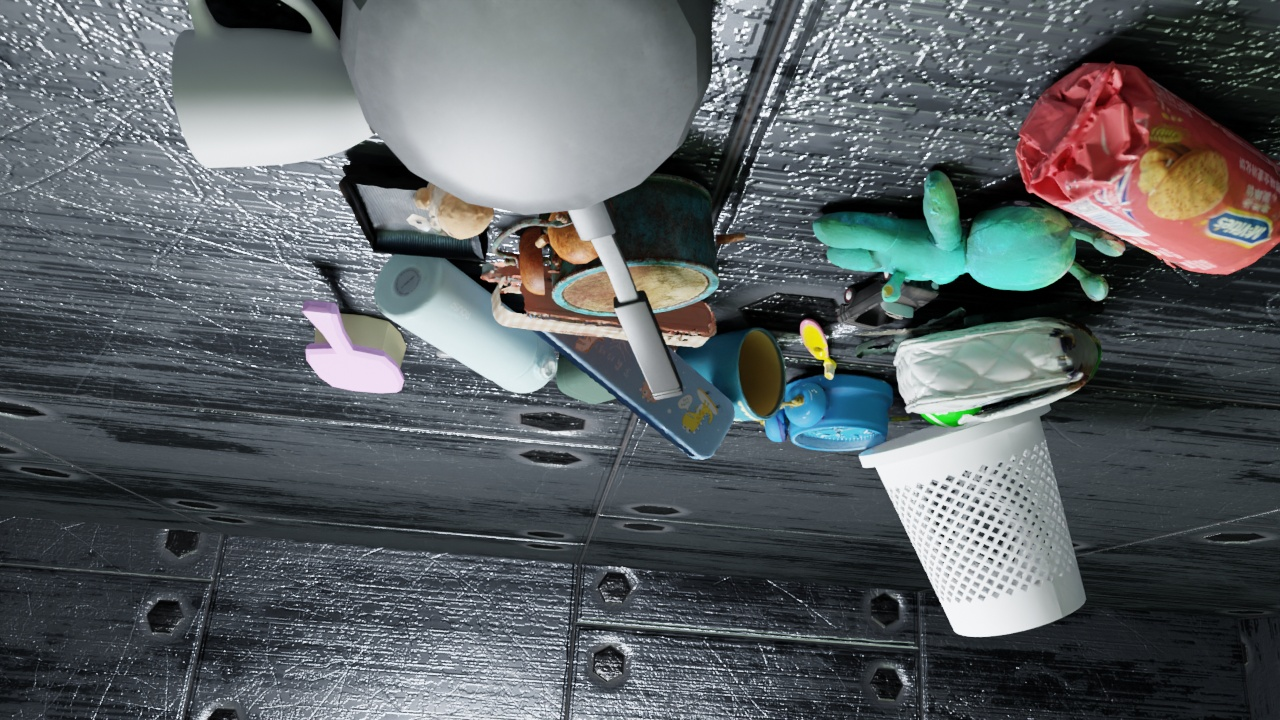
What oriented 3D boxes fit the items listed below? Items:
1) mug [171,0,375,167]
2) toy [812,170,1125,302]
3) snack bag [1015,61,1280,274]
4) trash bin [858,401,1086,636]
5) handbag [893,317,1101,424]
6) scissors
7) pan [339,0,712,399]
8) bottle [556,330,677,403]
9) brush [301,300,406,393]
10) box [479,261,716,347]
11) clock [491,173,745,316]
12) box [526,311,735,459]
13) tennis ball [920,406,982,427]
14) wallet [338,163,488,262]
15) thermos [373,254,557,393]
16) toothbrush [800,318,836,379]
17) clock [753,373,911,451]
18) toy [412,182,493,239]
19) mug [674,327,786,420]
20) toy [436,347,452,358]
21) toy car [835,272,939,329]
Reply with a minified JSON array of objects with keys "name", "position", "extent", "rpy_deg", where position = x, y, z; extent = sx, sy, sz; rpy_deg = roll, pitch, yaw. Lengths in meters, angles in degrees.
[{"name":"mug","position":[-0.191,-0.155,0.482],"extent":[0.089,0.071,0.107],"rpy_deg":[-3,133,-5]},{"name":"toy","position":[0.215,-0.072,0.617],"extent":[0.194,0.072,0.130],"rpy_deg":[5,163,26]},{"name":"snack bag","position":[0.283,-0.101,0.507],"extent":[0.176,0.082,0.083],"rpy_deg":[16,158,-29]},{"name":"trash bin","position":[0.353,0.162,0.944],"extent":[0.195,0.199,0.195],"rpy_deg":[-18,174,-2]},{"name":"handbag","position":[0.286,0.014,0.760],"extent":[0.139,0.072,0.194],"rpy_deg":[-9,173,13]},{"name":"scissors","position":[0.272,-0.026,0.780],"extent":[0.202,0.015,0.202],"rpy_deg":[-5,173,-1]},{"name":"pan","position":[-0.028,-0.082,0.499],"extent":[0.179,0.041,0.357],"rpy_deg":[-12,140,10]},{"name":"bottle","position":[-0.017,-0.003,0.859],"extent":[0.061,0.061,0.132],"rpy_deg":[22,154,-36]},{"name":"brush","position":[-0.282,-0.022,0.887],"extent":[0.089,0.043,0.229],"rpy_deg":[6,160,-4]},{"name":"box","position":[-0.031,-0.049,0.716],"extent":[0.187,0.085,0.049],"rpy_deg":[7,136,-26]},{"name":"clock","position":[-0.022,-0.082,0.618],"extent":[0.157,0.073,0.122],"rpy_deg":[2,164,-31]},{"name":"box","position":[-0.003,0.004,0.771],"extent":[0.209,0.065,0.037],"rpy_deg":[39,152,-17]},{"name":"tennis ball","position":[0.298,0.033,0.888],"extent":[0.065,0.065,0.065],"rpy_deg":[4,161,1]},{"name":"wallet","position":[-0.158,-0.105,0.654],"extent":[0.089,0.026,0.115],"rpy_deg":[4,161,-2]},{"name":"thermos","position":[-0.144,-0.028,0.809],"extent":[0.078,0.065,0.207],"rpy_deg":[16,167,28]},{"name":"toothbrush","position":[0.170,-0.010,0.868],"extent":[0.021,0.016,0.135],"rpy_deg":[1,161,22]},{"name":"clock","position":[0.194,0.056,0.980],"extent":[0.161,0.060,0.117],"rpy_deg":[6,161,-14]},{"name":"toy","position":[-0.105,-0.111,0.552],"extent":[0.085,0.074,0.106],"rpy_deg":[12,150,-36]},{"name":"mug","position":[0.081,0.014,0.878],"extent":[0.104,0.084,0.112],"rpy_deg":[-8,-173,40]},{"name":"toy","position":[-0.151,-0.006,0.928],"extent":[0.111,0.030,0.049],"rpy_deg":[11,146,-3]},{"name":"toy car","position":[0.195,-0.046,0.731],"extent":[0.040,0.037,0.092],"rpy_deg":[12,159,-20]}]
